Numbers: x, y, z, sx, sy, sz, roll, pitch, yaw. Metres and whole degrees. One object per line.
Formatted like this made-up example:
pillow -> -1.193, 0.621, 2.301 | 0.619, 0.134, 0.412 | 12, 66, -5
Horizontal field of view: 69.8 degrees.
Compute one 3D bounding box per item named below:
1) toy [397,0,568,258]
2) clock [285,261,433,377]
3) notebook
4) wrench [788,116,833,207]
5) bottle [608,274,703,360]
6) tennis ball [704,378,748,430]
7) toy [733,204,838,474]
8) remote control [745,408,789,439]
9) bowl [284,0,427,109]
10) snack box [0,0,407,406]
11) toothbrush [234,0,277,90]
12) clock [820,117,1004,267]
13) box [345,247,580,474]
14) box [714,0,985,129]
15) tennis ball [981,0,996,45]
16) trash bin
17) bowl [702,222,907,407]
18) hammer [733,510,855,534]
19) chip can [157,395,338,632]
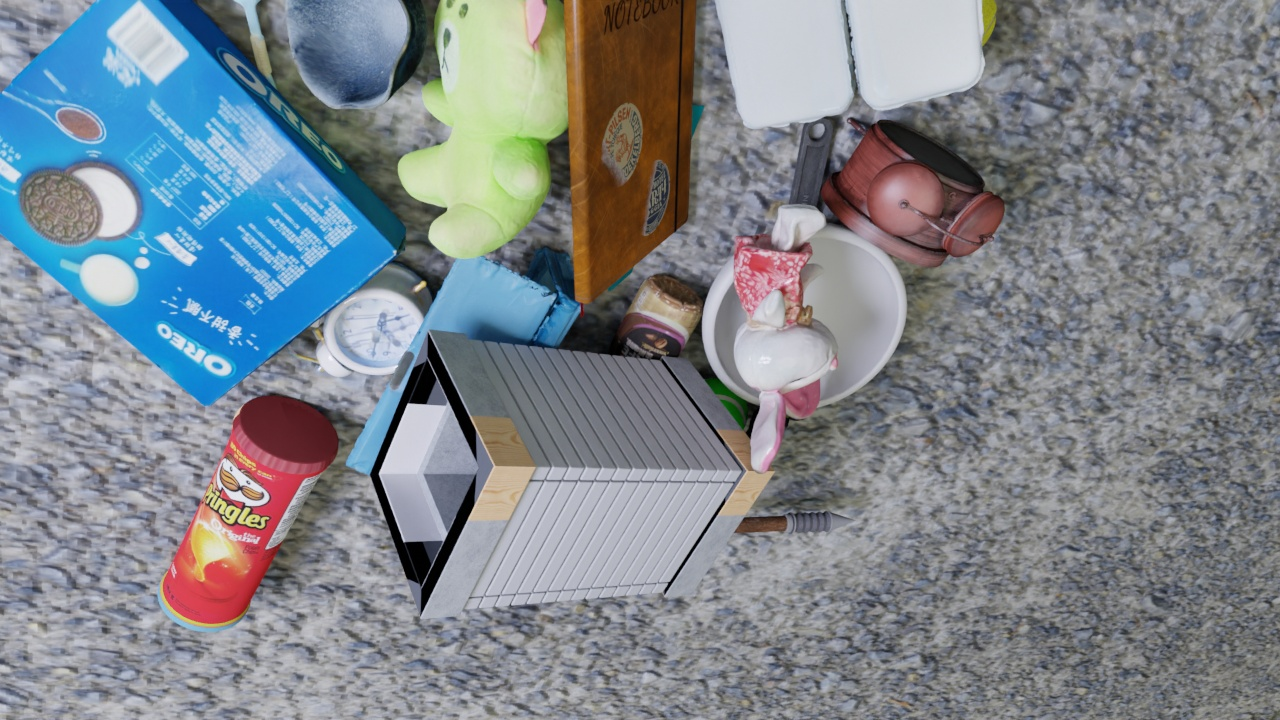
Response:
toy -> -0.096, -0.178, 0.632 | 0.107, 0.150, 0.197 | 8, 123, -40
clock -> -0.228, -0.030, 0.748 | 0.125, 0.052, 0.089 | -13, 127, -3
notebook -> 0.000, -0.175, 0.663 | 0.014, 0.177, 0.250 | 17, 127, 23
wrench -> 0.134, -0.085, 0.829 | 0.073, 0.018, 0.274 | -1, 122, -12
bottle -> -0.005, 0.005, 0.825 | 0.059, 0.059, 0.166 | 17, 117, -25
tennis ball -> 0.070, 0.049, 0.871 | 0.065, 0.065, 0.065 | -7, 125, -11
toy -> 0.113, -0.025, 0.716 | 0.084, 0.158, 0.194 | 6, 107, 24
remote control -> 0.117, 0.058, 0.859 | 0.047, 0.150, 0.022 | -37, 87, 10
bowl -> -0.181, -0.224, 0.613 | 0.055, 0.110, 0.111 | -29, 145, -54
snack box -> -0.317, -0.110, 0.640 | 0.196, 0.056, 0.239 | -36, 115, 11
toothbrush -> -0.262, -0.188, 0.652 | 0.022, 0.016, 0.155 | -14, 127, -18
clock -> 0.220, -0.130, 0.736 | 0.120, 0.157, 0.072 | 14, 124, -23
box -> -0.152, 0.004, 0.766 | 0.111, 0.094, 0.232 | 22, 116, -25
box -> 0.143, -0.276, 0.653 | 0.191, 0.045, 0.210 | -6, 123, 14
tennis ball -> 0.238, -0.263, 0.706 | 0.065, 0.065, 0.065 | -7, 125, -11
trash bin -> -0.054, 0.088, 0.714 | 0.246, 0.142, 0.143 | 6, 124, -37
bowl -> 0.137, -0.045, 0.804 | 0.176, 0.066, 0.177 | -3, 121, -5
hammer -> 0.069, 0.168, 0.932 | 0.322, 0.043, 0.156 | 0, 146, -14
chip can -> -0.347, 0.137, 0.806 | 0.087, 0.087, 0.214 | 22, 116, -27
